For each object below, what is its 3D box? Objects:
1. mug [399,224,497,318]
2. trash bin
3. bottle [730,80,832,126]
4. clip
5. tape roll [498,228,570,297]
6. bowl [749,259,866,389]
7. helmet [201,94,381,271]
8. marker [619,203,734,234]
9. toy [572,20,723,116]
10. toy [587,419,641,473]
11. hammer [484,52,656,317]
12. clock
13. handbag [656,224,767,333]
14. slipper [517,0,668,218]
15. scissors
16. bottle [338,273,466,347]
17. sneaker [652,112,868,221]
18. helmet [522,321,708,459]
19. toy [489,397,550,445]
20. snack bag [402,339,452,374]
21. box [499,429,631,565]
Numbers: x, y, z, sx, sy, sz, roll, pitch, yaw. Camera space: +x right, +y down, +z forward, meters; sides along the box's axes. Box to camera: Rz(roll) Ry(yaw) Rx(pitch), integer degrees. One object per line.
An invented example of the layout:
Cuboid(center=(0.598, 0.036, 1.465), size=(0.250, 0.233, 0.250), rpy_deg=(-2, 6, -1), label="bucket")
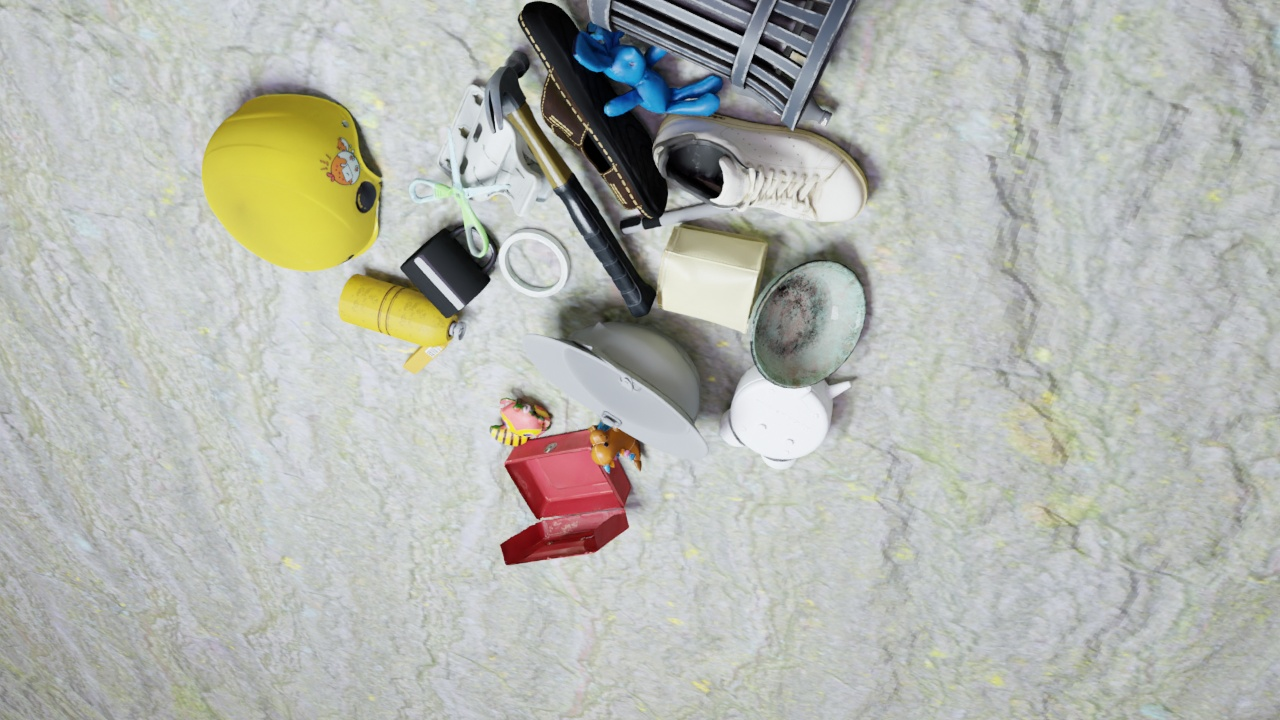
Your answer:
Cuboid(center=(-0.237, -0.123, 1.176), size=(0.113, 0.078, 0.088), rpy_deg=(-39, 107, 6), label="mug")
Cuboid(center=(0.078, -0.342, 0.866), size=(0.227, 0.163, 0.165), rpy_deg=(26, 127, 4), label="trash bin")
Cuboid(center=(0.149, -0.276, 0.960), size=(0.110, 0.036, 0.036), rpy_deg=(26, 127, -1), label="bottle")
Cuboid(center=(-0.168, -0.237, 1.084), size=(0.143, 0.072, 0.125), rpy_deg=(38, 129, 3), label="clip")
Cuboid(center=(-0.135, -0.124, 1.173), size=(0.093, 0.013, 0.093), rpy_deg=(9, 126, 13), label="tape roll")
Cuboid(center=(0.186, -0.046, 1.065), size=(0.157, 0.038, 0.158), rpy_deg=(-11, 117, -22), label="bowl")
Cuboid(center=(-0.444, -0.200, 1.144), size=(0.209, 0.139, 0.240), rpy_deg=(-1, 123, 19), label="helmet")
Cuboid(center=(0.042, -0.170, 1.081), size=(0.141, 0.016, 0.016), rpy_deg=(-9, 120, 23), label="marker")
Cuboid(center=(0.001, -0.306, 0.960), size=(0.176, 0.112, 0.071), rpy_deg=(20, 145, -26), label="toy")
Cuboid(center=(-0.031, 0.125, 1.260), size=(0.071, 0.090, 0.103), rpy_deg=(-18, 112, 30), label="toy")
Cuboid(center=(-0.075, -0.186, 1.062), size=(0.025, 0.117, 0.333), rpy_deg=(-17, 122, 29), label="hammer")
Cuboid(center=(0.177, 0.068, 1.165), size=(0.125, 0.072, 0.161), rpy_deg=(29, 127, -2), label="clock")
Cuboid(center=(0.081, -0.096, 1.084), size=(0.119, 0.081, 0.111), rpy_deg=(13, 133, 7), label="handbag")
Cuboid(center=(-0.056, -0.259, 0.995), size=(0.076, 0.112, 0.268), rpy_deg=(-21, 119, 29), label="slipper")
Cuboid(center=(-0.218, -0.198, 1.090), size=(0.174, 0.022, 0.172), rpy_deg=(21, 133, 30), label="scissors")
Cuboid(center=(-0.315, -0.063, 1.237), size=(0.164, 0.070, 0.071), rpy_deg=(17, 127, 9), label="bottle")
Cuboid(center=(0.125, -0.198, 0.980), size=(0.241, 0.102, 0.089), rpy_deg=(18, 126, 5), label="sneaker")
Cuboid(center=(-0.007, 0.007, 1.164), size=(0.271, 0.117, 0.184), rpy_deg=(33, 158, 2), label="helmet")
Cuboid(center=(-0.172, 0.089, 1.311), size=(0.084, 0.046, 0.104), rpy_deg=(20, 141, -24), label="toy")
Cuboid(center=(-0.302, -0.011, 1.300), size=(0.026, 0.020, 0.099), rpy_deg=(39, 127, -20), label="snack bag")
Cuboid(center=(-0.112, 0.187, 1.319), size=(0.157, 0.153, 0.168), rpy_deg=(-13, 88, 23), label="box")
